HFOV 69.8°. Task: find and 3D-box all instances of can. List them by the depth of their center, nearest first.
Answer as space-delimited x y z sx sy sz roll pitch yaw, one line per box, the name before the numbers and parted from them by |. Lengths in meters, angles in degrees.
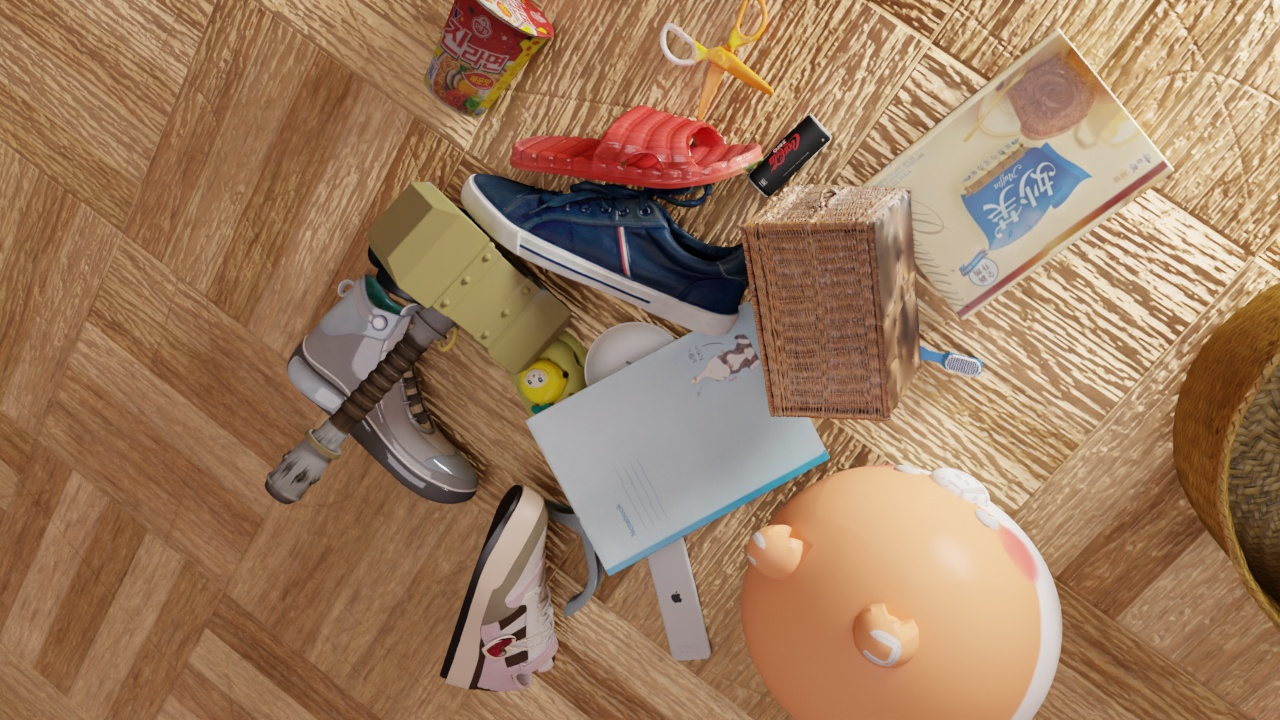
can | 0.139 -0.191 0.860 0.081 0.031 0.031 -42 88 20

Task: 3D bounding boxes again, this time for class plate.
plate | -0.006 0.005 0.942 0.104 0.026 0.104 -1 112 -3

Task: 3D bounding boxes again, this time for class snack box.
snack box | 0.319 -0.158 0.801 0.208 0.055 0.153 -39 89 21

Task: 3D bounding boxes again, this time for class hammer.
hammer | -0.244 0.010 0.889 0.325 0.100 0.190 -47 130 1

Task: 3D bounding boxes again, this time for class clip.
clip | -0.077 0.223 1.022 0.169 0.031 0.164 -11 101 20

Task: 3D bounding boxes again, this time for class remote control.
remote control | 0.041 0.260 1.004 0.045 0.008 0.147 -11 99 19

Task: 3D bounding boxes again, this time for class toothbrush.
toothbrush | 0.242 -0.013 0.879 0.167 0.014 0.016 15 106 13

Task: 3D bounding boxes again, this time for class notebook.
notebook | 0.039 0.079 0.915 0.253 0.009 0.181 -28 94 -2

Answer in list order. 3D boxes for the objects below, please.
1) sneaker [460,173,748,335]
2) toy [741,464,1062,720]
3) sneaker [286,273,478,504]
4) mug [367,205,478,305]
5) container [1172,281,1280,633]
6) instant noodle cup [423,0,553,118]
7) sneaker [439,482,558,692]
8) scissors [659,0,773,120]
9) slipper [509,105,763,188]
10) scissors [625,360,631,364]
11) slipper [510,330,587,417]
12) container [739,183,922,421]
sneaker | -0.026 -0.138 0.873 0.294 0.120 0.127 23 112 5
toy | 0.216 0.213 0.796 0.263 0.280 0.266 35 97 42
sneaker | -0.251 0.028 1.004 0.256 0.093 0.160 39 101 4
mug | -0.229 -0.114 0.940 0.085 0.121 0.095 33 109 26
container | 0.580 0.065 0.703 0.307 0.196 0.307 4 105 15
instant noodle cup | -0.155 -0.301 0.893 0.100 0.100 0.113 42 117 4
sneaker | -0.129 0.263 0.989 0.116 0.111 0.295 19 120 -4
scissors | 0.073 -0.290 0.868 0.131 0.011 0.125 24 107 12
slipper | -0.009 -0.207 0.864 0.249 0.103 0.059 6 118 17
scissors | 0.054 0.048 0.936 0.151 0.019 0.119 -7 108 4
slipper | -0.083 0.061 0.959 0.092 0.081 0.190 -22 98 22
container | 0.173 -0.052 0.806 0.113 0.113 0.199 4 117 32
